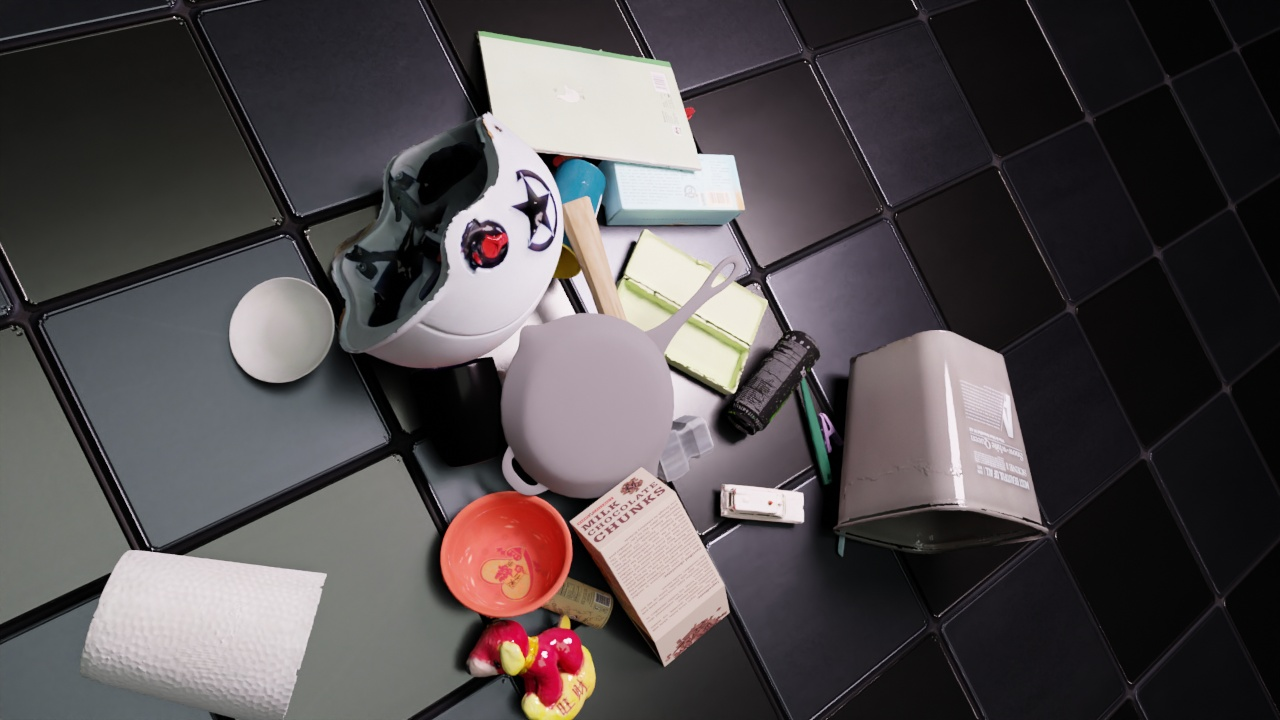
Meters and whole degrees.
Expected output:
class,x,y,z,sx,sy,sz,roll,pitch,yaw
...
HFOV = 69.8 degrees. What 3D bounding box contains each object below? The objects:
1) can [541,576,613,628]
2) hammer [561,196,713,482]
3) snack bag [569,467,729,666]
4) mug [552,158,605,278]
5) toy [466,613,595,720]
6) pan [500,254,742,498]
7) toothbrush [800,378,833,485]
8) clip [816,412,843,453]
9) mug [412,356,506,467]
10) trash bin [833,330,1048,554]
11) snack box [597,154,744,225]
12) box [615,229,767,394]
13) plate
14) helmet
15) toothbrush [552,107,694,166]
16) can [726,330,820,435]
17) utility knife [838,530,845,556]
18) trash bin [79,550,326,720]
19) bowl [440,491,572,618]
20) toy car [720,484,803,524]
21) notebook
class,x,y,z,sx,sy,sz,roll,pitch,yaw
can,-0.072,0.249,0.959,0.079,0.038,0.038,26,68,-17
hammer,-0.020,-0.018,0.997,0.117,0.051,0.323,-25,103,-27
snack bag,0.022,0.228,0.968,0.094,0.070,0.206,-36,120,-16
mug,-0.084,-0.163,1.037,0.078,0.078,0.121,28,63,-17
toy,-0.101,0.303,0.922,0.137,0.067,0.105,38,63,-20
pan,-0.005,0.006,0.966,0.353,0.024,0.216,-45,108,-17
toothbrush,0.210,0.063,1.150,0.016,0.017,0.189,-11,84,-27
clip,0.235,0.095,1.155,0.050,0.014,0.046,40,67,-15
mug,-0.171,0.050,0.946,0.118,0.085,0.100,-19,100,-57
trash bin,0.352,0.101,1.109,0.197,0.198,0.219,18,63,-32
snack box,0.038,-0.208,1.114,0.174,0.053,0.075,-4,78,-27
box,0.056,-0.057,1.101,0.187,0.024,0.137,27,74,-17
plate,-0.345,-0.028,0.894,0.104,0.026,0.104,-1,81,4
helmet,-0.175,-0.097,0.902,0.163,0.237,0.263,33,61,-36
toothbrush,-0.016,-0.276,1.125,0.212,0.018,0.012,-27,90,-28
can,0.161,0.025,1.105,0.054,0.054,0.137,43,73,-10
utility knife,0.259,0.157,1.152,0.022,0.016,0.177,20,72,-32
trash bin,-0.367,0.230,0.780,0.161,0.133,0.133,17,71,-15
bowl,-0.133,0.199,0.923,0.130,0.045,0.130,1,58,-2
toy car,0.148,0.169,1.081,0.113,0.039,0.039,9,73,-23
notebook,-0.059,-0.307,1.085,0.252,0.010,0.181,1,60,-24
